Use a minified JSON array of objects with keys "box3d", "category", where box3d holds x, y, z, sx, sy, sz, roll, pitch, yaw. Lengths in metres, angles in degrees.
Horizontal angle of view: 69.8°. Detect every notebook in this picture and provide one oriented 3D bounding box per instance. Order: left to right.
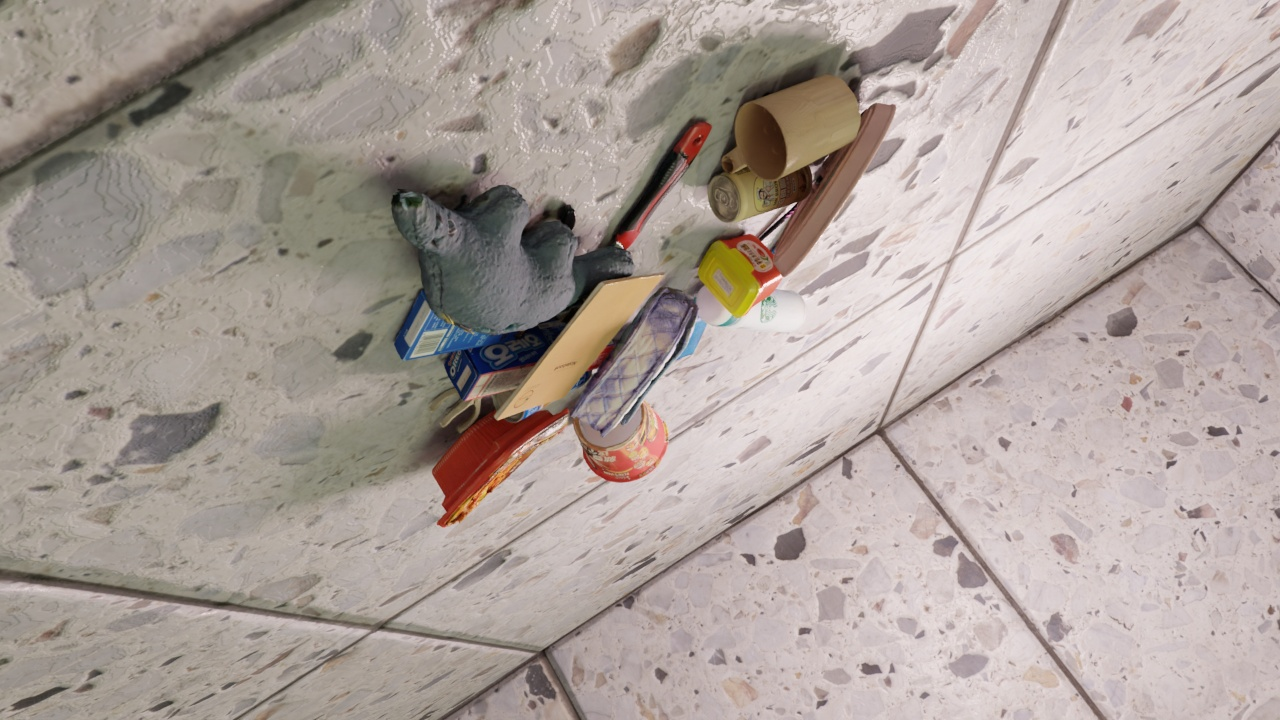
[{"box3d":[-0.066,-0.017,1.025,0.208,0.008,0.147,-49,166,25],"category":"notebook"}]

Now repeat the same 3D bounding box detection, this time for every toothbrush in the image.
[{"box3d":[-0.092,-0.106,0.983,0.014,0.016,0.189,-12,155,-22],"category":"toothbrush"},{"box3d":[0.193,-0.188,1.218,0.190,0.018,0.014,-43,164,27],"category":"toothbrush"}]

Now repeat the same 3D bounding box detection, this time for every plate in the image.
[{"box3d":[0.218,-0.201,1.067,0.229,0.028,0.229,-58,-178,3],"category":"plate"}]

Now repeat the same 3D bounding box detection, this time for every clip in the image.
[{"box3d":[-0.212,0.044,1.103,0.103,0.035,0.092,-50,156,26],"category":"clip"}]

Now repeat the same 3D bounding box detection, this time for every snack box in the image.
[{"box3d":[-0.174,-0.046,0.966,0.156,0.026,0.085,-13,151,-44],"category":"snack box"},{"box3d":[-0.127,-0.008,1.082,0.207,0.057,0.058,-14,154,-43],"category":"snack box"},{"box3d":[0.133,-0.113,1.194,0.079,0.091,0.082,-28,160,-37],"category":"snack box"}]

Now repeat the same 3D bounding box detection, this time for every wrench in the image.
[{"box3d":[0.001,-0.154,1.004,0.056,0.016,0.274,-16,153,-40],"category":"wrench"}]

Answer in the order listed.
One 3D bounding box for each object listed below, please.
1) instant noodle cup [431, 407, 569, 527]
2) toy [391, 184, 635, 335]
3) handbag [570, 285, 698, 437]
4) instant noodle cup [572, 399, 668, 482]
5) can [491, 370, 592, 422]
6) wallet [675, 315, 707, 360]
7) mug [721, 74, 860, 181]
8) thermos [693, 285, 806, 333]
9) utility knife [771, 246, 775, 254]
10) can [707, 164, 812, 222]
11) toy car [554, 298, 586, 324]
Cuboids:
[{"box3d":[-0.194,0.125,1.202,0.189,0.079,0.164,-46,174,34],"category":"instant noodle cup"},{"box3d":[-0.128,-0.086,0.854,0.138,0.091,0.355,-43,158,17],"category":"toy"},{"box3d":[-0.007,0.007,1.184,0.194,0.075,0.133,-52,-175,38],"category":"handbag"},{"box3d":[-0.036,0.103,1.370,0.138,0.138,0.108,-33,152,-2],"category":"instant noodle cup"},{"box3d":[-0.120,0.028,1.143,0.134,0.053,0.053,-30,163,-48],"category":"can"},{"box3d":[0.035,-0.028,1.311,0.132,0.040,0.107,-20,151,-31],"category":"wallet"},{"box3d":[0.156,-0.241,0.973,0.103,0.084,0.125,-27,-177,-23],"category":"mug"},{"box3d":[0.160,-0.076,1.318,0.073,0.073,0.223,-45,154,27],"category":"thermos"},{"box3d":[0.200,-0.155,1.300,0.034,0.018,0.200,-16,154,-42],"category":"utility knife"},{"box3d":[0.138,-0.198,1.051,0.116,0.058,0.059,-22,157,-30],"category":"can"},{"box3d":[-0.064,-0.078,1.031,0.042,0.035,0.091,16,130,-31],"category":"toy car"}]
